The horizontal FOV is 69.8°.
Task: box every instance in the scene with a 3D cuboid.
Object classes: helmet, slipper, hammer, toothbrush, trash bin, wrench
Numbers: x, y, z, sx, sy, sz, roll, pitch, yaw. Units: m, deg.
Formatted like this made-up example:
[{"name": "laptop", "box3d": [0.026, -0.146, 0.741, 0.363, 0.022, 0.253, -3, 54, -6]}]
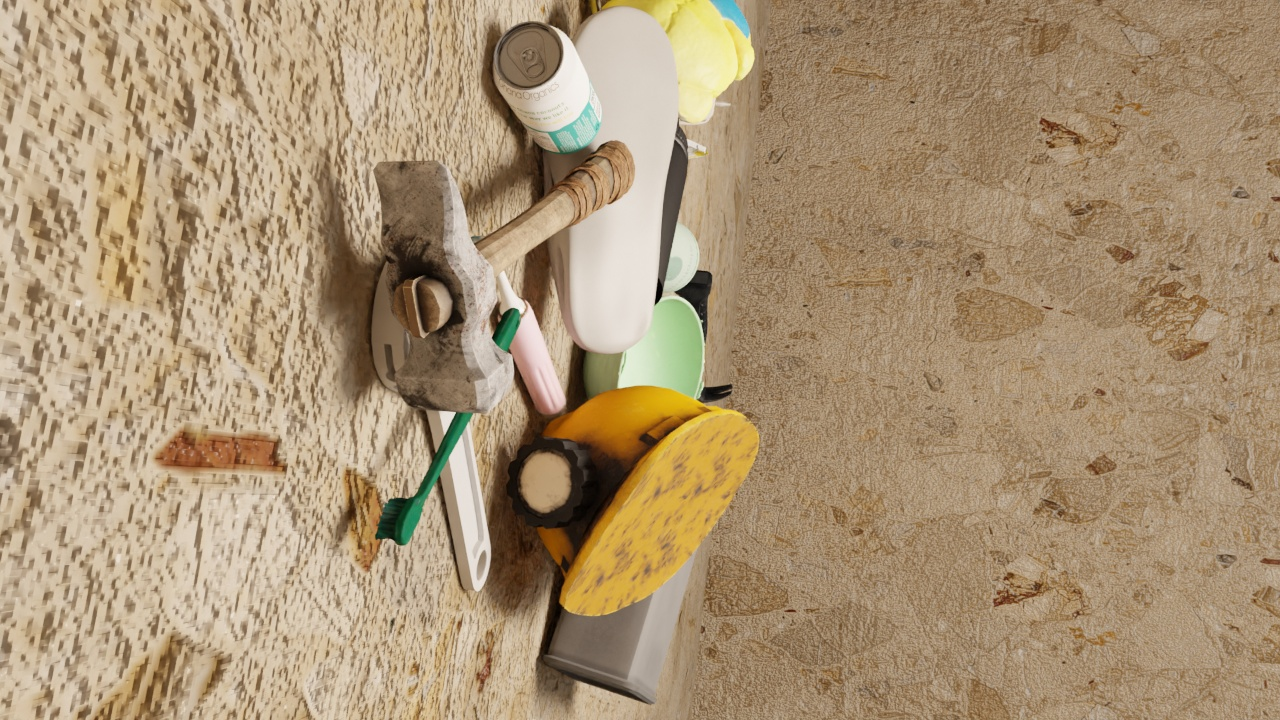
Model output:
[{"name": "helmet", "box3d": [-0.019, 0.097, 0.775, 0.205, 0.131, 0.255, -58, 155, 9]}, {"name": "slipper", "box3d": [-0.036, -0.139, 0.730, 0.112, 0.081, 0.266, -1, 94, -35]}, {"name": "hammer", "box3d": [0.066, -0.020, 1.161, 0.333, 0.118, 0.025, 86, 11, -64]}, {"name": "toothbrush", "box3d": [-0.084, -0.020, 0.652, 0.223, 0.026, 0.027, 78, 7, -59]}, {"name": "trash bin", "box3d": [-0.006, 0.226, 0.948, 0.192, 0.098, 0.219, 74, 33, -65]}, {"name": "toothbrush", "box3d": [-0.102, 0.028, 0.510, 0.189, 0.017, 0.016, -72, 166, -51]}, {"name": "hammer", "box3d": [-0.058, -0.084, 0.542, 0.317, 0.049, 0.122, -55, 145, -62]}, {"name": "wrench", "box3d": [-0.115, 0.053, 0.547, 0.086, 0.018, 0.274, -72, 165, -51]}]

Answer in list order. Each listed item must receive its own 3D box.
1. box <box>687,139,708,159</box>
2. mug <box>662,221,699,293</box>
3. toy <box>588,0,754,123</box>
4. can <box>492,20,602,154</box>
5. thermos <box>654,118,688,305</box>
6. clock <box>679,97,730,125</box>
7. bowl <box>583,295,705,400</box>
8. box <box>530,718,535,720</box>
[{"name": "box", "box3d": [0.019, -0.213, 1.048, 0.117, 0.057, 0.209, -49, 177, 15]}, {"name": "mug", "box3d": [-0.001, -0.099, 0.955, 0.111, 0.084, 0.104, -60, 163, 13]}, {"name": "toy", "box3d": [0.033, -0.299, 0.831, 0.084, 0.149, 0.213, -63, 177, 33]}, {"name": "can", "box3d": [-0.061, -0.179, 0.609, 0.101, 0.055, 0.055, 42, 54, -77]}, {"name": "thermos", "box3d": [-0.005, -0.149, 0.853, 0.086, 0.086, 0.198, 80, 19, -57]}, {"name": "clock", "box3d": [0.017, -0.268, 0.929, 0.156, 0.103, 0.061, -27, 133, -48]}, {"name": "bowl", "box3d": [-0.005, 0.005, 0.910, 0.150, 0.077, 0.151, -23, 119, -50]}, {"name": "box", "box3d": [-0.091, 0.352, 0.727, 0.215, 0.106, 0.127, 49, 25, -76]}]
